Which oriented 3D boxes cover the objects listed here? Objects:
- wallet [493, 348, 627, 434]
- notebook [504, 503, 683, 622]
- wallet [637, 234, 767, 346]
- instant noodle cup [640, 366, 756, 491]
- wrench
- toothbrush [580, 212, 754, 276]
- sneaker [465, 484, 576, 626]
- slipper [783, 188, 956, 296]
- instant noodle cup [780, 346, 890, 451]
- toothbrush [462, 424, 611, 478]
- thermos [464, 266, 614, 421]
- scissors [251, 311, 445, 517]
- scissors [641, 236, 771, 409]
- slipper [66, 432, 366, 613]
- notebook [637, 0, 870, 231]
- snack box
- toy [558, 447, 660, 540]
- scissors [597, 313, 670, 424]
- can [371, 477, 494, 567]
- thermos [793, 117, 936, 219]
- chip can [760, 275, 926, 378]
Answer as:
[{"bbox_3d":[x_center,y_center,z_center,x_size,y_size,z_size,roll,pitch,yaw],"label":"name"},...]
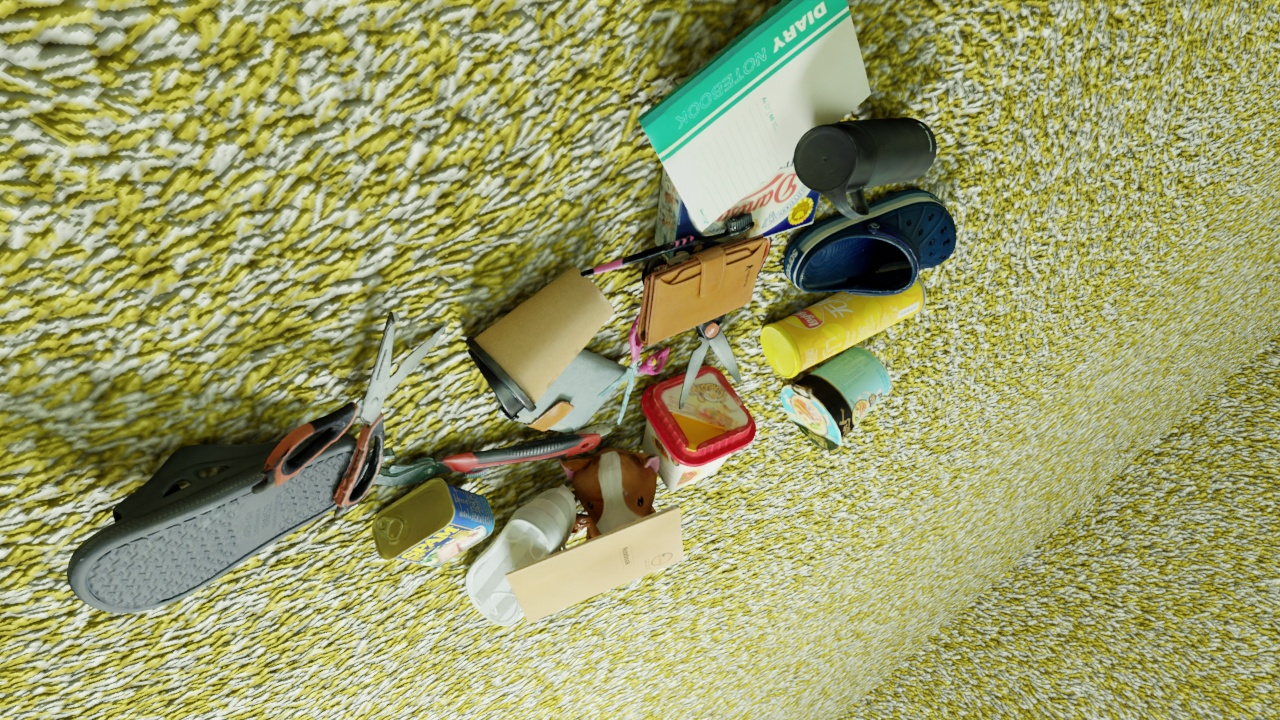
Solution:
[{"bbox_3d":[-0.083,0.033,0.975,0.107,0.037,0.129,-50,144,12],"label":"wallet"},{"bbox_3d":[-0.047,0.240,1.075,0.207,0.008,0.148,-20,146,-9],"label":"notebook"},{"bbox_3d":[0.061,-0.073,0.925,0.131,0.031,0.108,-23,149,-22],"label":"wallet"},{"bbox_3d":[0.061,0.088,1.107,0.116,0.116,0.124,-20,151,-24],"label":"instant noodle cup"},{"bbox_3d":[-0.163,0.102,0.979,0.272,0.016,0.056,-3,141,-33],"label":"wrench"},{"bbox_3d":[0.029,-0.109,0.867,0.189,0.014,0.018,-19,129,-21],"label":"toothbrush"},{"bbox_3d":[-0.140,0.232,1.110,0.090,0.089,0.243,-48,172,-47],"label":"sneaker"},{"bbox_3d":[0.287,-0.129,1.081,0.252,0.095,0.105,-13,139,-26],"label":"slipper"},{"bbox_3d":[0.272,0.044,1.249,0.120,0.111,0.111,-36,145,-17],"label":"instant noodle cup"},{"bbox_3d":[-0.114,0.103,1.042,0.187,0.016,0.017,-15,146,-30],"label":"toothbrush"},{"bbox_3d":[-0.096,-0.019,0.870,0.143,0.093,0.093,-42,145,-8],"label":"thermos"},{"bbox_3d":[-0.248,0.054,0.820,0.222,0.015,0.189,-46,157,-26],"label":"scissors"},{"bbox_3d":[0.079,-0.054,1.002,0.220,0.022,0.232,32,95,-42],"label":"scissors"},{"bbox_3d":[-0.366,0.123,0.798,0.267,0.083,0.111,-26,144,-50],"label":"slipper"},{"bbox_3d":[0.107,-0.226,0.812,0.209,0.012,0.150,-39,141,0],"label":"notebook"},{"bbox_3d":[0.106,-0.195,0.889,0.177,0.046,0.183,-19,139,-24],"label":"snack box"},{"bbox_3d":[-0.028,0.183,1.125,0.140,0.130,0.200,-6,130,-3],"label":"toy"},{"bbox_3d":[-0.006,0.005,1.001,0.133,0.017,0.135,-35,138,-45],"label":"scissors"},{"bbox_3d":[-0.219,0.176,0.980,0.102,0.057,0.083,-33,151,13],"label":"can"},{"bbox_3d":[0.226,-0.191,0.900,0.069,0.090,0.241,-11,-172,35],"label":"thermos"},{"bbox_3d":[0.256,-0.052,1.152,0.213,0.072,0.072,-25,142,-19],"label":"chip can"}]
